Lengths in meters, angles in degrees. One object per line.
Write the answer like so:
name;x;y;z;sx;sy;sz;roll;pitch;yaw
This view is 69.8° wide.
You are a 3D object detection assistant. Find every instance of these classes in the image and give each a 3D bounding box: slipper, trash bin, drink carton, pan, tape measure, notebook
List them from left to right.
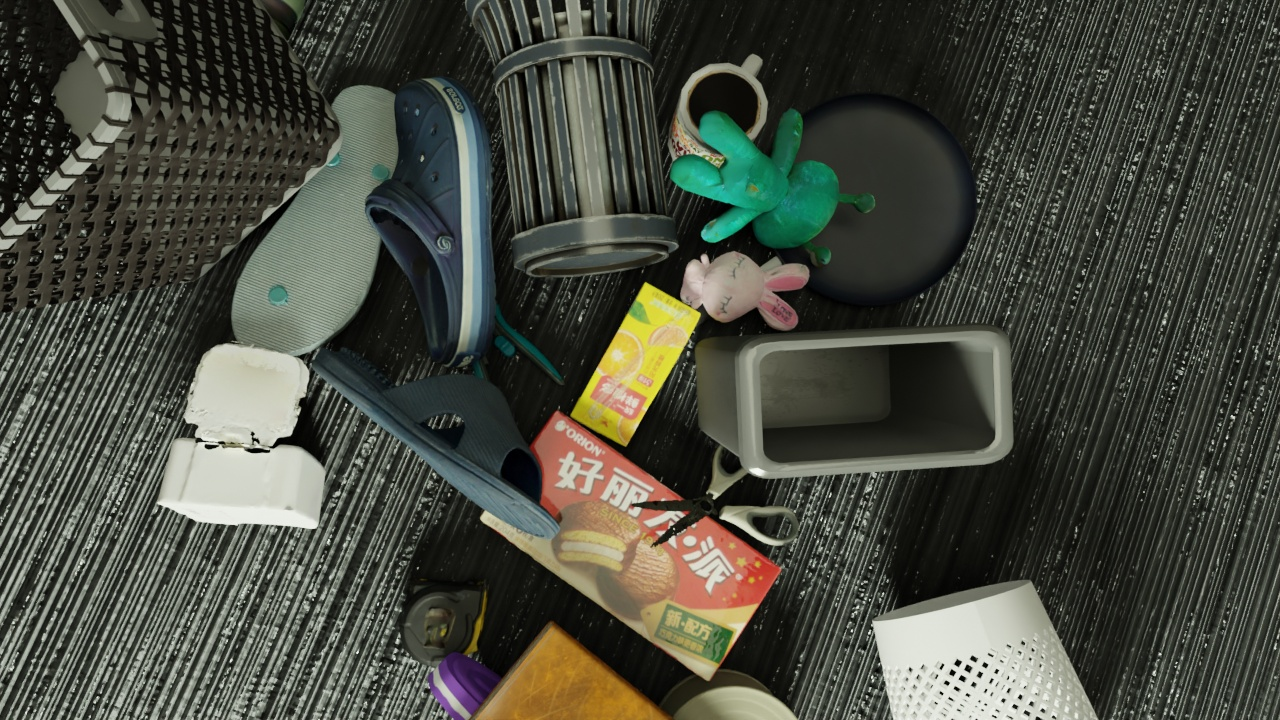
slipper;-0.265;-0.116;0.804;0.098;0.055;0.268;20;72;-5
slipper;-0.176;-0.119;0.760;0.095;0.105;0.252;-5;82;-27
tape measure;-0.167;0.220;0.775;0.071;0.042;0.072;4;86;-8
slipper;-0.155;0.043;0.734;0.264;0.101;0.082;31;74;25
trash bin;-0.050;-0.193;0.770;0.164;0.164;0.227;-7;88;-5
slipper;-0.044;0.310;0.744;0.266;0.107;0.084;45;84;-5
notebook;-0.031;0.342;0.689;0.249;0.014;0.178;42;81;-10
drink carton;-0.005;0.005;0.804;0.058;0.043;0.134;30;88;-1
pan;0.145;-0.104;0.844;0.356;0.021;0.198;-34;88;-4
trash bin;0.150;0.023;0.725;0.192;0.220;0.097;-3;92;-5
trash bin;0.284;0.294;0.742;0.195;0.196;0.199;-14;76;-6

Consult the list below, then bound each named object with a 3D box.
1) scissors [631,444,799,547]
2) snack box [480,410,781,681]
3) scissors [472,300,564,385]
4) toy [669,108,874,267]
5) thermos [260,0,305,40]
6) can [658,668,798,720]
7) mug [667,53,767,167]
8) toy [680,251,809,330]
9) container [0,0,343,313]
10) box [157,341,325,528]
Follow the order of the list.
scissors;0.067;0.116;0.774;0.158;0.013;0.161;26;45;-13
snack box;-0.009;0.155;0.784;0.236;0.060;0.113;36;81;0
scissors;-0.131;-0.010;0.813;0.156;0.019;0.124;19;82;-1
toy;0.111;-0.141;0.774;0.193;0.072;0.131;19;116;-37
thermos;-0.325;-0.371;0.805;0.082;0.082;0.231;13;84;-3
can;0.072;0.329;0.766;0.128;0.073;0.127;0;84;-5
mug;0.074;-0.222;0.815;0.073;0.089;0.105;33;82;-1
toy;0.092;-0.063;0.807;0.110;0.047;0.063;8;88;-5
container;-0.409;-0.192;0.660;0.246;0.243;0.247;-35;88;18
box;-0.317;0.058;0.743;0.108;0.128;0.136;2;70;-4
